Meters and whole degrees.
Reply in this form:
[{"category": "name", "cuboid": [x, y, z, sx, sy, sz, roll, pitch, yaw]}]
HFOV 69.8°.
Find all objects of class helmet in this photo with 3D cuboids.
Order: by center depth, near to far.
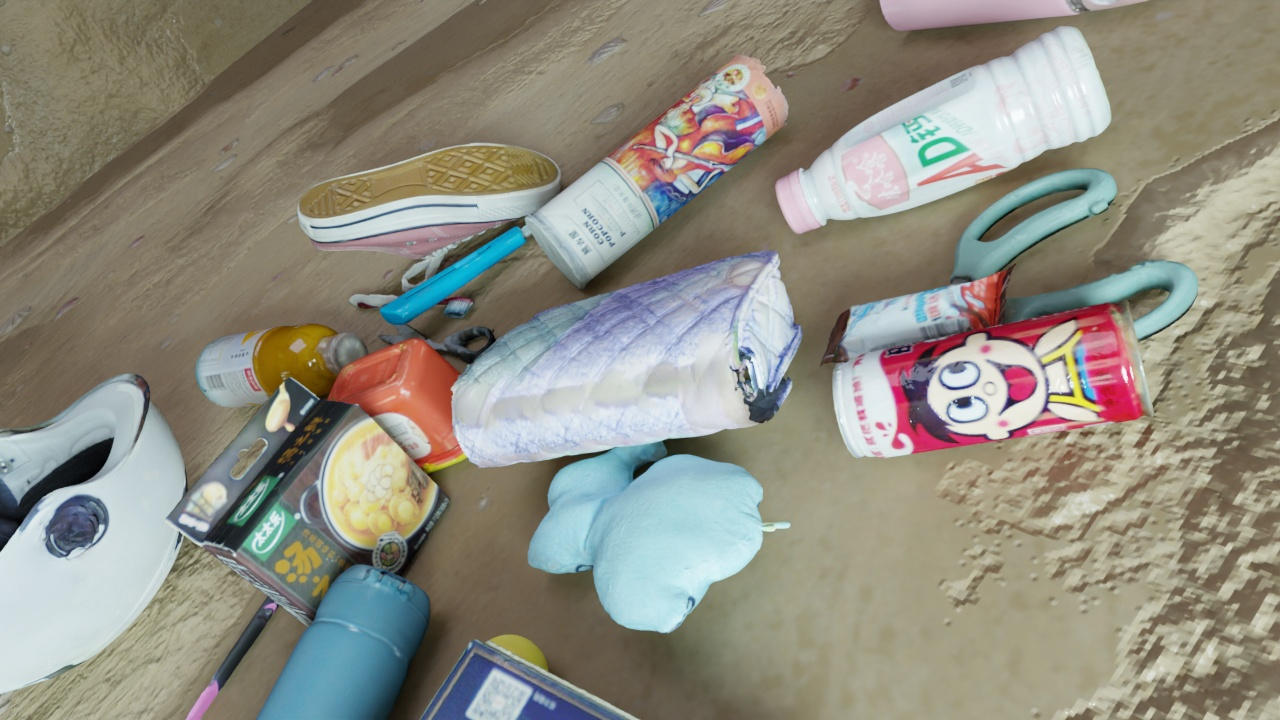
[{"category": "helmet", "cuboid": [-0.445, 0.144, 0.691, 0.229, 0.146, 0.257, 6, 44, 41]}]

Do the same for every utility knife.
[{"category": "utility knife", "cuboid": [-0.136, -0.092, 0.807, 0.204, 0.018, 0.034, -36, 32, -19]}]

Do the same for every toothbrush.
[{"category": "toothbrush", "cuboid": [-0.251, 0.171, 0.617, 0.018, 0.014, 0.188, 7, 53, 28]}, {"category": "toothbrush", "cuboid": [-0.215, -0.050, 0.840, 0.188, 0.016, 0.017, 4, 61, 41]}]

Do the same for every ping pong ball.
[{"category": "ping pong ball", "cuboid": [-0.066, 0.158, 0.459, 0.040, 0.040, 0.040, -22, 38, 18]}]

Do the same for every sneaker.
[{"category": "sneaker", "cuboid": [-0.190, -0.135, 0.859, 0.241, 0.088, 0.118, -12, 49, -4]}]

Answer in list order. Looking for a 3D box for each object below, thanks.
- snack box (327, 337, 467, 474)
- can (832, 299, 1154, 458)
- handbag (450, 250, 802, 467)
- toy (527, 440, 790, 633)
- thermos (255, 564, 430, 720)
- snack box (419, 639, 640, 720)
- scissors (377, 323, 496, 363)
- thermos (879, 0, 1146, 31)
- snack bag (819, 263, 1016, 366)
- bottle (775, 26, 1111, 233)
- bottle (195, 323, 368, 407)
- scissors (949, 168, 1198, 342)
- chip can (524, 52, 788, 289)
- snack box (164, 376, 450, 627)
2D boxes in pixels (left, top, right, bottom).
[{"category": "snack box", "cuboid": [-0.168, 0.036, 0.646, 0.091, 0.080, 0.081, -20, 39, 20]}, {"category": "can", "cuboid": [0.162, 0.012, 0.431, 0.133, 0.053, 0.053, -13, 41, 28]}, {"category": "handbag", "cuboid": [-0.003, 0.003, 0.546, 0.194, 0.075, 0.133, -12, 20, 30]}, {"category": "toy", "cuboid": [0.004, 0.084, 0.480, 0.157, 0.050, 0.161, -20, 26, 26]}, {"category": "thermos", "cuboid": [-0.174, 0.209, 0.471, 0.070, 0.070, 0.219, -10, 42, 31]}, {"category": "snack box", "cuboid": [-0.033, 0.217, 0.317, 0.178, 0.046, 0.182, 18, 59, 27]}, {"category": "scissors", "cuboid": [-0.184, -0.006, 0.766, 0.171, 0.014, 0.150, -15, 39, 26]}, {"category": "thermos", "cuboid": [0.268, -0.285, 0.660, 0.199, 0.087, 0.067, 16, 77, 49]}, {"category": "snack bag", "cuboid": [0.145, -0.022, 0.484, 0.104, 0.026, 0.048, -10, 40, 38]}, {"category": "bottle", "cuboid": [0.181, -0.136, 0.576, 0.197, 0.068, 0.068, -20, 38, 25]}, {"category": "bottle", "cuboid": [-0.317, 0.004, 0.814, 0.190, 0.068, 0.067, -6, 44, 34]}, {"category": "scissors", "cuboid": [0.203, -0.053, 0.503, 0.175, 0.019, 0.175, -9, 45, 36]}, {"category": "chip can", "cuboid": [0.015, -0.149, 0.720, 0.214, 0.071, 0.071, -39, 36, -7]}, {"category": "snack box", "cuboid": [-0.197, 0.092, 0.566, 0.053, 0.126, 0.113, 2, 49, 40]}]
